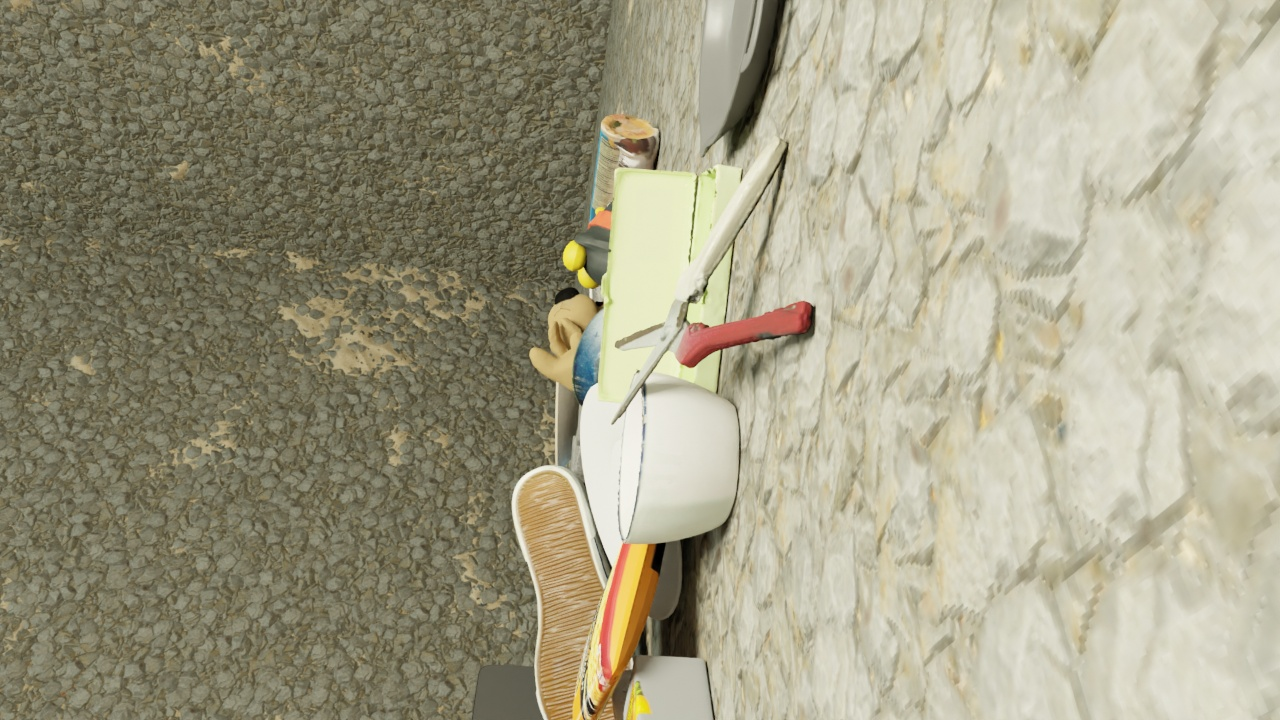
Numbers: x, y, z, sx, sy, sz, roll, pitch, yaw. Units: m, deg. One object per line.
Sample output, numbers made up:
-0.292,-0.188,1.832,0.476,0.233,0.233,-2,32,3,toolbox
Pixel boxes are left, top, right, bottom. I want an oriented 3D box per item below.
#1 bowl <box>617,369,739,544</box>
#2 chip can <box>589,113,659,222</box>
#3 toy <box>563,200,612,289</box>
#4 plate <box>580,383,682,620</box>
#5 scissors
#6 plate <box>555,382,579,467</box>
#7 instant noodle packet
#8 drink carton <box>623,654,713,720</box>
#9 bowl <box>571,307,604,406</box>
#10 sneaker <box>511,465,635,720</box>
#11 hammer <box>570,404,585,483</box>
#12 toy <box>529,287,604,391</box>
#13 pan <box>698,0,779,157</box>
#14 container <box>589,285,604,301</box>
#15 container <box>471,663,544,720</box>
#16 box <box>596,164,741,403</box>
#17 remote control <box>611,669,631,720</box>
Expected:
0.024,0.065,0.604,0.116,0.065,0.116,-176,92,-83,bowl
-0.027,-0.205,1.220,0.079,0.080,0.230,-93,10,-51,chip can
-0.005,-0.119,0.895,0.119,0.100,0.097,-63,-16,-5,toy
-0.007,0.120,0.797,0.209,0.015,0.208,167,90,-68,plate
0.041,-0.044,0.531,0.199,0.015,0.179,-3,67,61,scissors
-0.089,0.046,1.152,0.189,0.027,0.188,178,94,-87,plate
-0.017,0.196,0.708,0.221,0.032,0.159,107,180,-52,instant noodle packet
0.019,0.254,0.573,0.124,0.048,0.076,-96,13,-59,drink carton
-0.005,0.005,0.861,0.114,0.061,0.114,-27,-53,-43,bowl
-0.056,0.255,0.926,0.127,0.121,0.294,32,-137,-68,sneaker
-0.031,0.008,1.079,0.177,0.079,0.325,102,172,-46,hammer
-0.056,-0.016,0.908,0.106,0.134,0.108,59,-151,-23,toy
0.066,-0.276,0.690,0.354,0.024,0.217,-98,15,-62,pan
-0.014,-0.068,1.007,0.129,0.081,0.050,-96,2,-60,container
-0.101,0.441,0.959,0.241,0.163,0.130,-103,19,-70,container
0.029,-0.052,0.699,0.131,0.064,0.188,8,95,41,box
0.001,0.283,0.725,0.136,0.043,0.013,-120,36,-79,remote control
